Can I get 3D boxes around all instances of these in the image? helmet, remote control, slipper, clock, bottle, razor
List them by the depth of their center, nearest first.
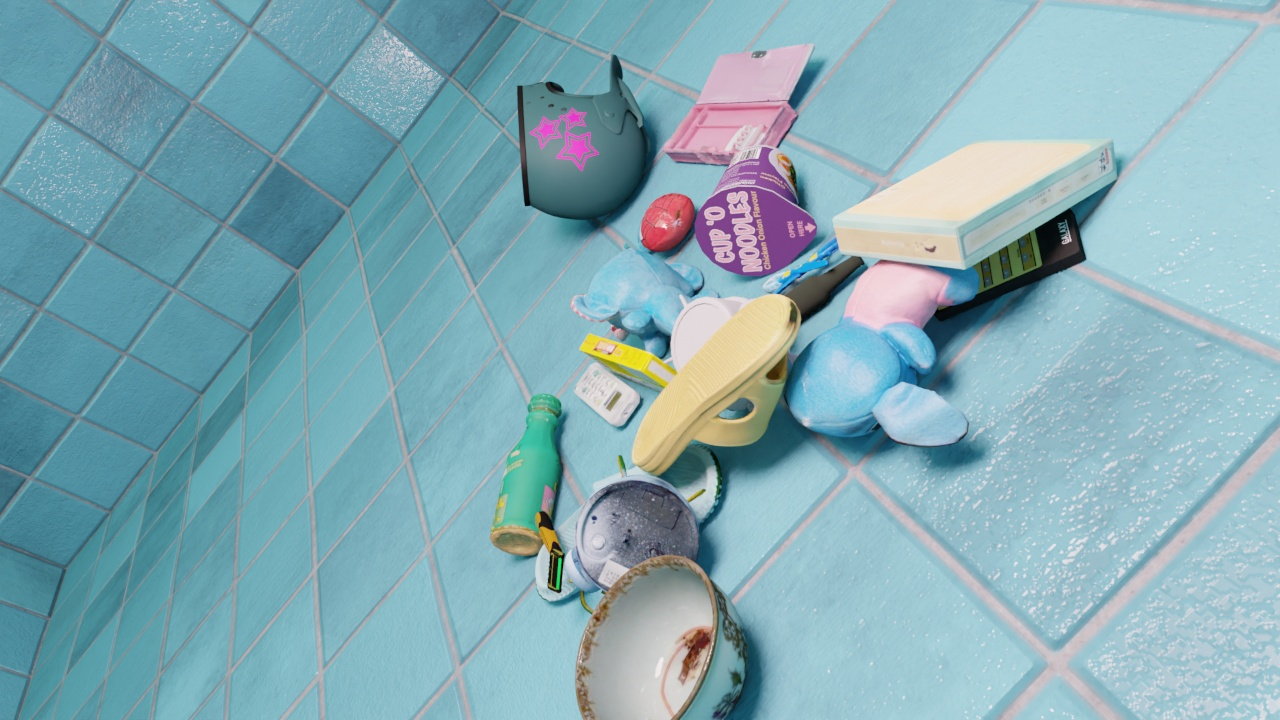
[{"bbox_3d":[0.318,-0.084,0.807,0.134,0.013,0.058,-27,40,36],"label":"remote control"},{"bbox_3d":[0.082,0.034,0.871,0.264,0.078,0.099,-47,24,43],"label":"slipper"},{"bbox_3d":[-0.009,0.180,0.874,0.060,0.118,0.162,-57,-9,-82],"label":"clock"},{"bbox_3d":[0.180,-0.070,0.959,0.123,0.033,0.033,-38,35,24],"label":"bottle"},{"bbox_3d":[0.098,-0.011,0.963,0.159,0.061,0.120,24,105,47],"label":"clock"},{"bbox_3d":[-0.030,0.167,0.976,0.277,0.069,0.115,-37,32,26],"label":"slipper"},{"bbox_3d":[-0.098,0.196,0.988,0.144,0.021,0.044,-135,48,-69],"label":"razor"},{"bbox_3d":[-0.134,0.135,1.141,0.068,0.068,0.209,-28,40,36],"label":"bottle"},{"bbox_3d":[-0.041,0.043,1.151,0.050,0.022,0.133,-54,31,-1],"label":"remote control"},{"bbox_3d":[-0.086,-0.345,1.424,0.177,0.200,0.274,94,170,-58],"label":"helmet"}]

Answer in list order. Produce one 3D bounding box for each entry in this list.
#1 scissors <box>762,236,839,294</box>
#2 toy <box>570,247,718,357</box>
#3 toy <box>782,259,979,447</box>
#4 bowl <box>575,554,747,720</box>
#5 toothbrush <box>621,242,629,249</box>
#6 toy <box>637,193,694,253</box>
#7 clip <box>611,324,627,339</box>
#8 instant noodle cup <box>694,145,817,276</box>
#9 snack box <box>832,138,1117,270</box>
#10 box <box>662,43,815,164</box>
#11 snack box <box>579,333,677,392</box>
[{"bbox_3d":[0.172,-0.098,0.987,0.125,0.013,0.126,-40,6,-14],"label":"scissors"},{"bbox_3d":[0.021,-0.060,1.109,0.180,0.183,0.115,40,136,37],"label":"toy"},{"bbox_3d":[0.211,-0.012,0.794,0.191,0.099,0.224,-55,22,-3],"label":"toy"},{"bbox_3d":[0.032,0.257,0.777,0.160,0.094,0.159,-33,37,29],"label":"bowl"},{"bbox_3d":[-0.004,-0.118,1.263,0.019,0.018,0.187,-43,33,13],"label":"toothbrush"},{"bbox_3d":[0.028,-0.187,1.252,0.092,0.062,0.133,-52,19,-12],"label":"toy"},{"bbox_3d":[-0.017,-0.051,1.213,0.060,0.023,0.045,-34,41,32],"label":"clip"},{"bbox_3d":[0.141,-0.184,1.063,0.137,0.122,0.121,-3,42,20],"label":"instant noodle cup"},{"bbox_3d":[0.286,-0.141,0.792,0.193,0.044,0.141,-28,24,-22],"label":"snack box"},{"bbox_3d":[0.139,-0.352,1.282,0.179,0.040,0.233,-60,31,-2],"label":"box"},{"bbox_3d":[-0.006,0.006,1.090,0.152,0.075,0.025,18,76,57],"label":"snack box"}]
